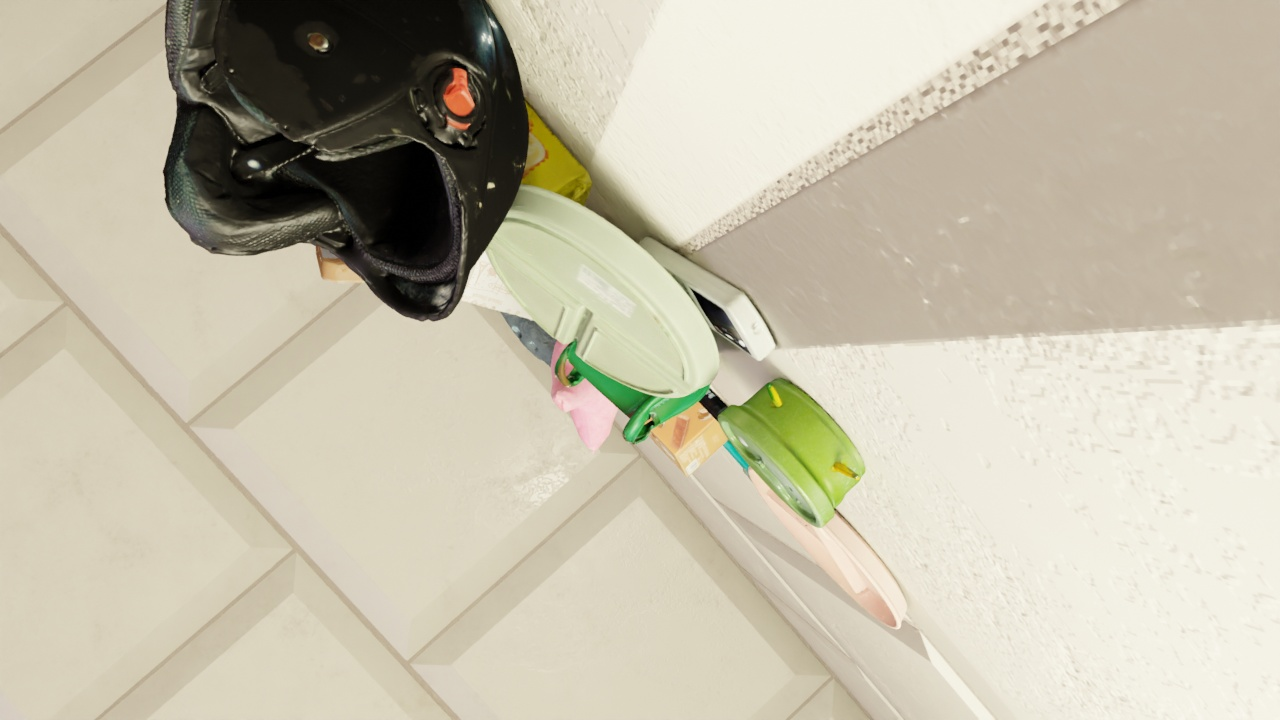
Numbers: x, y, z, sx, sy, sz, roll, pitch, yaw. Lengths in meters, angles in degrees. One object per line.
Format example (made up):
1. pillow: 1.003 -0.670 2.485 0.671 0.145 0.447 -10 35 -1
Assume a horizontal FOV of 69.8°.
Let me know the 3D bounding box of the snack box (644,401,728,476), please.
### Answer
1. snack box: 0.046 0.068 1.083 0.094 0.077 0.093 45 173 24

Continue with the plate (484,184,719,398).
1. plate: -0.039 -0.046 0.733 0.230 0.027 0.230 32 160 13

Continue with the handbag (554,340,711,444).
1. handbag: -0.005 0.005 0.870 0.131 0.120 0.068 41 170 28

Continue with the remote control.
1. remote control: 0.044 -0.048 0.683 0.058 0.021 0.150 53 173 -35

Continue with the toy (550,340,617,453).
1. toy: -0.055 0.019 1.020 0.194 0.075 0.178 -21 -70 -70

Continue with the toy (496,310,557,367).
1. toy: -0.081 -0.030 1.155 0.356 0.091 0.137 35 -168 -9

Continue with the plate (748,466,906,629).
1. plate: 0.204 0.195 0.999 0.229 0.028 0.229 49 173 8

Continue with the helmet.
1. helmet: -0.187 -0.167 0.620 0.275 0.229 0.234 50 148 -16

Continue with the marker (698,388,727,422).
1. marker: 0.054 0.023 1.020 0.132 0.020 0.022 46 171 29

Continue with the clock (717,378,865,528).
1. clock: 0.119 0.072 0.727 0.116 0.056 0.161 48 173 11

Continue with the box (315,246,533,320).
1. box: -0.213 -0.126 0.986 0.261 0.088 0.178 13 -159 -29

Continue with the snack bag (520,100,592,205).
1. snack bag: -0.144 -0.186 0.798 0.246 0.068 0.158 49 161 4

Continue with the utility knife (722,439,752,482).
1. utility knife: 0.151 0.155 1.169 0.193 0.013 0.029 48 174 6
